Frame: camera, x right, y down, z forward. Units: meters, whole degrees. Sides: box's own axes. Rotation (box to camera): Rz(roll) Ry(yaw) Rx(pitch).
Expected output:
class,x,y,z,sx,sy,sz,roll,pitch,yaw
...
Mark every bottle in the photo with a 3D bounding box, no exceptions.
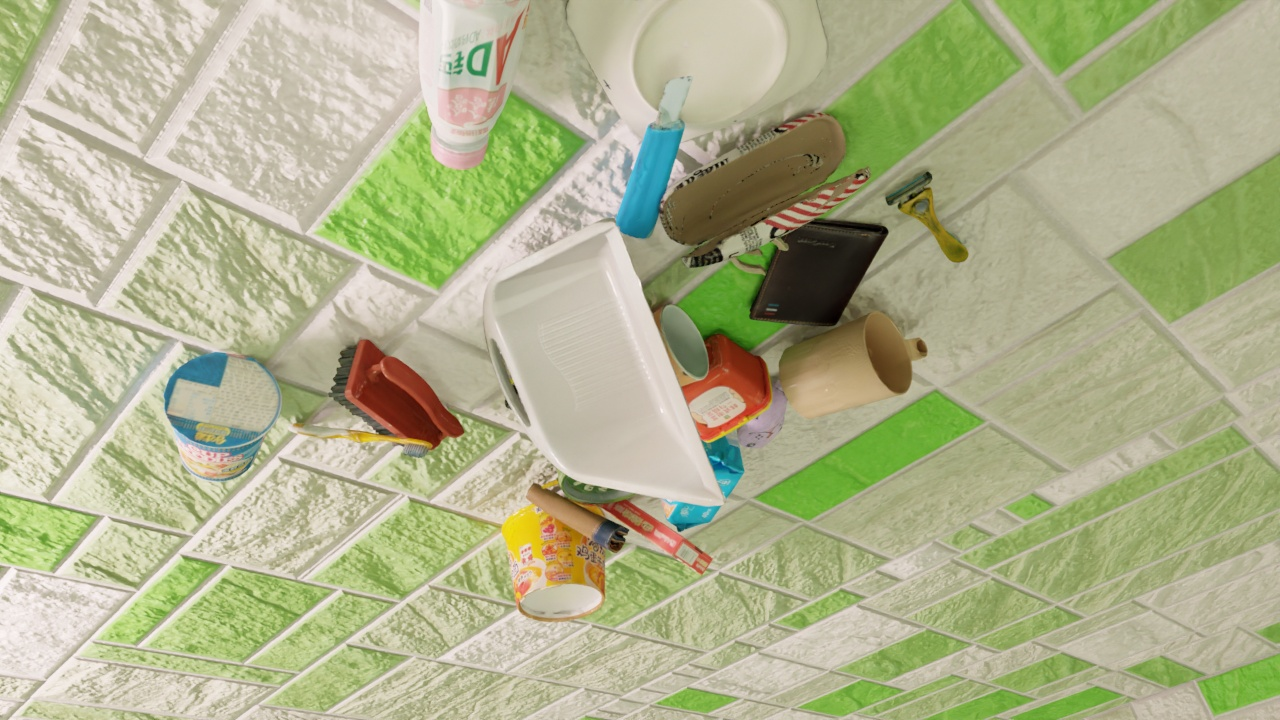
class,x,y,z,sx,sy,sz,roll,pitch,yaw
bottle,-0.111,-0.211,0.600,0.068,0.068,0.197,3,144,-16

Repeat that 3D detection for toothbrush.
class,x,y,z,sx,sy,sz,roll,pitch,yaw
toothbrush,-0.280,0.078,0.898,0.192,0.018,0.016,4,149,29

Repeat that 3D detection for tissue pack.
class,x,y,z,sx,sy,sz,roll,pitch,yaw
tissue pack,0.062,0.120,1.029,0.063,0.089,0.140,6,139,-19

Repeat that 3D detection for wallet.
class,x,y,z,sx,sy,sz,roll,pitch,yaw
wallet,-0.073,0.183,1.069,0.115,0.033,0.090,25,168,15
wallet,0.163,-0.081,0.858,0.096,0.020,0.123,3,138,-15

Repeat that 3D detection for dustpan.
class,x,y,z,sx,sy,sz,roll,pitch,yaw
dustpan,-0.055,0.014,0.757,0.142,0.257,0.223,-22,99,-2

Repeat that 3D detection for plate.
class,x,y,z,sx,sy,sz,roll,pitch,yaw
plate,0.046,-0.221,0.644,0.164,0.034,0.163,-22,140,14

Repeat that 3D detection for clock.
class,x,y,z,sx,sy,sz,roll,pitch,yaw
clock,-0.033,0.102,1.014,0.116,0.056,0.162,15,135,-30

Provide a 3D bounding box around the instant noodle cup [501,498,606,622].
class,x,y,z,sx,sy,sz,roll,pitch,yaw
instant noodle cup,-0.103,0.255,1.149,0.138,0.109,0.138,-5,141,-5

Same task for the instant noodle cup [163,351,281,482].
class,x,y,z,sx,sy,sz,roll,pitch,yaw
instant noodle cup,-0.394,0.062,0.864,0.099,0.099,0.110,8,146,-22

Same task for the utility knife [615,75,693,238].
class,x,y,z,sx,sy,sz,roll,pitch,yaw
utility knife,0.011,-0.151,0.703,0.034,0.018,0.192,5,154,-10

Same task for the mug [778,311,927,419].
class,x,y,z,sx,sy,sz,roll,pitch,yaw
mug,0.215,0.006,0.923,0.104,0.084,0.124,-23,170,41

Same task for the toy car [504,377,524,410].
class,x,y,z,sx,sy,sz,roll,pitch,yaw
toy car,-0.099,0.009,0.903,0.048,0.032,0.105,13,125,-25

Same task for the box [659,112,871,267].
class,x,y,z,sx,sy,sz,roll,pitch,yaw
box,0.093,-0.138,0.729,0.163,0.088,0.076,-29,-176,3

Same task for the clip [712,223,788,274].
class,x,y,z,sx,sy,sz,roll,pitch,yaw
clip,0.073,-0.103,0.799,0.104,0.034,0.083,6,139,-12

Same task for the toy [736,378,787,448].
class,x,y,z,sx,sy,sz,roll,pitch,yaw
toy,0.137,0.058,1.011,0.083,0.039,0.108,-23,144,-19

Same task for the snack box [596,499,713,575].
class,x,y,z,sx,sy,sz,roll,pitch,yaw
snack box,0.010,0.198,1.085,0.025,0.153,0.075,-55,137,-10

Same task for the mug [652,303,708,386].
class,x,y,z,sx,sy,sz,roll,pitch,yaw
mug,-0.005,0.005,0.889,0.123,0.078,0.078,-26,140,28

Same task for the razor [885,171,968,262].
class,x,y,z,sx,sy,sz,roll,pitch,yaw
razor,0.269,-0.119,0.828,0.043,0.028,0.132,-34,138,22

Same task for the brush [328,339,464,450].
class,x,y,z,sx,sy,sz,roll,pitch,yaw
brush,-0.231,0.042,0.891,0.069,0.063,0.146,-8,145,20

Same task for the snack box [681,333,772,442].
class,x,y,z,sx,sy,sz,roll,pitch,yaw
snack box,0.077,0.026,0.926,0.091,0.081,0.080,-33,126,26
